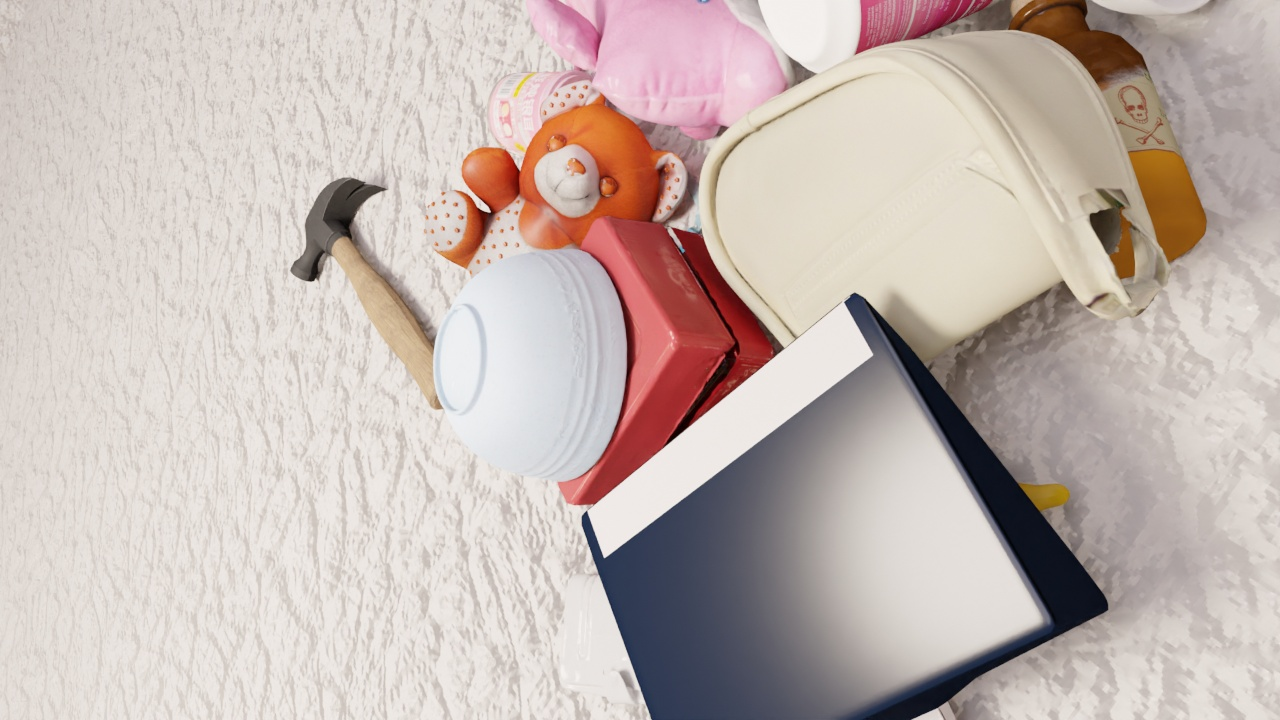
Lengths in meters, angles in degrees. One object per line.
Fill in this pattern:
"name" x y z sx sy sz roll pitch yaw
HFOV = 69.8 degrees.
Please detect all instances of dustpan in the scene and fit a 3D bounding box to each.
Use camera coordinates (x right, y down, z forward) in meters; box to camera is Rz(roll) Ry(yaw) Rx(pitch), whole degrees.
"dustpan" 0.109 0.146 0.470 0.237 0.080 0.273 -43 58 34

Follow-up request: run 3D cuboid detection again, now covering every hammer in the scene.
"hammer" -0.244 -0.063 0.862 0.305 0.040 0.132 46 112 37

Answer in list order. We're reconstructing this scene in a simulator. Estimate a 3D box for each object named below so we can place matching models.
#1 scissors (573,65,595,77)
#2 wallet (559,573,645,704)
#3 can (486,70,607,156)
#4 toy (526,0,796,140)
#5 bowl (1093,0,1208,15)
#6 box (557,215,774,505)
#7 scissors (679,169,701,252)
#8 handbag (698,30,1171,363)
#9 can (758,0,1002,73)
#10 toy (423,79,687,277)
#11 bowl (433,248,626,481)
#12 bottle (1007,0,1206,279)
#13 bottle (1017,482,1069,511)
"scissors" -0.012 -0.299 0.740 0.077 0.017 0.174 9 82 45
"wallet" -0.006 0.181 0.600 0.116 0.032 0.086 -13 69 37
"can" -0.073 -0.195 0.727 0.076 0.067 0.067 15 89 42
"toy" -0.009 -0.219 0.591 0.265 0.127 0.187 52 156 41
"bowl" 0.246 -0.223 0.445 0.054 0.104 0.105 32 100 57
"box" 0.000 0.005 0.594 0.159 0.086 0.129 -57 46 33
"scissors" 0.054 -0.091 0.631 0.126 0.015 0.136 12 89 42
"handbag" 0.147 -0.076 0.472 0.184 0.131 0.230 68 157 11
"can" 0.148 -0.220 0.485 0.165 0.088 0.088 -26 55 -12
"toy" -0.057 -0.105 0.667 0.164 0.092 0.173 41 109 6
"bowl" -0.081 0.001 0.568 0.151 0.074 0.150 -6 83 55
"bottle" 0.222 -0.122 0.461 0.068 0.067 0.156 -23 65 34
"bottle" 0.149 0.083 0.481 0.146 0.051 0.051 -19 67 35
